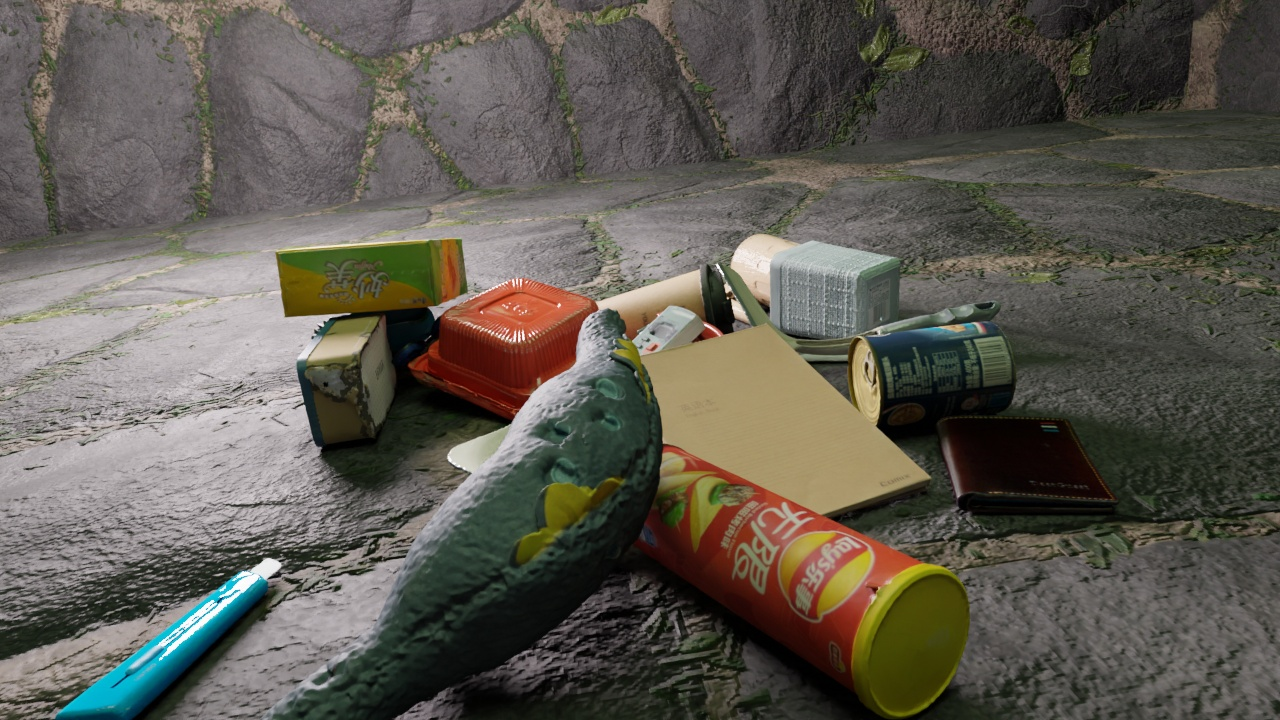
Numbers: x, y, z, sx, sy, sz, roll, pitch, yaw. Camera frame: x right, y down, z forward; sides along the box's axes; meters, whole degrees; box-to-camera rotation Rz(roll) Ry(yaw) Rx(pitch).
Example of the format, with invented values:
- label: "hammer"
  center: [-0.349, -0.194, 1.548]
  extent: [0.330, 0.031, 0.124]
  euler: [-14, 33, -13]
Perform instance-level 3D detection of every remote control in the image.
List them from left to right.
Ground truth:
- label: "remote control"
  center: [-0.005, 0.005, 0.807]
  extent: [0.135, 0.019, 0.056]
  euler: [-43, 26, -9]

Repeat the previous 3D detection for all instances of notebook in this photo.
- label: "notebook"
  center: [0.084, 0.044, 0.670]
  extent: [0.149, 0.012, 0.211]
  euler: [-13, 37, -21]

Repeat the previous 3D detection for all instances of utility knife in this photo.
- label: "utility knife"
  center: [-0.258, 0.156, 0.529]
  extent: [0.034, 0.018, 0.166]
  euler: [-2, 17, 14]

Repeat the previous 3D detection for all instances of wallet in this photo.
- label: "wallet"
  center: [0.260, 0.070, 0.631]
  extent: [0.096, 0.020, 0.122]
  euler: [-2, 20, 11]

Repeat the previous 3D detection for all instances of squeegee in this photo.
- label: "squeegee"
  center: [0.222, -0.026, 0.861]
  extent: [0.246, 0.039, 0.246]
  euler: [-8, 39, -11]

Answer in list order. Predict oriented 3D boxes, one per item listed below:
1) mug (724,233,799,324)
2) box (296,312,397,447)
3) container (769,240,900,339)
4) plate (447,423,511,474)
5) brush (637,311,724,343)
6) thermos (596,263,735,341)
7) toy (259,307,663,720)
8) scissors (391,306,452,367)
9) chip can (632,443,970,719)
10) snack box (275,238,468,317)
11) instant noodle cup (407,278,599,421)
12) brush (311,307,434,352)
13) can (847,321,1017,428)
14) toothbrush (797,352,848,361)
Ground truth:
- label: "mug"
  center: [0.152, -0.089, 1.080]
  extent: [0.124, 0.084, 0.103]
  euler: [-37, 28, -13]
- label: "box"
  center: [-0.273, 0.011, 0.871]
  extent: [0.059, 0.090, 0.184]
  euler: [-8, 15, -7]
- label: "container"
  center: [0.208, -0.071, 0.974]
  extent: [0.112, 0.090, 0.090]
  euler: [15, 28, 43]
- label: "plate"
  center: [-0.043, 0.073, 0.690]
  extent: [0.164, 0.034, 0.163]
  euler: [9, 24, 39]
- label: "brush"
  center: [0.052, -0.001, 0.844]
  extent: [0.069, 0.063, 0.146]
  euler: [-23, 22, -9]
- label: "thermos"
  center: [0.028, -0.046, 0.962]
  extent: [0.143, 0.093, 0.093]
  euler: [-10, 17, 11]
- label: "toy"
  center: [-0.062, 0.080, 0.497]
  extent: [0.138, 0.091, 0.355]
  euler: [-3, 37, 39]
- label: "scissors"
  center: [-0.218, -0.027, 0.972]
  extent: [0.147, 0.012, 0.169]
  euler: [-40, 5, 24]
- label: "chip can"
  center: [0.067, 0.105, 0.494]
  extent: [0.073, 0.073, 0.217]
  euler: [-16, 21, -29]
- label: "snack box"
  center: [-0.282, -0.094, 1.000]
  extent: [0.157, 0.070, 0.210]
  euler: [-5, 7, -2]
- label: "instant noodle cup"
  center: [-0.113, -0.017, 0.887]
  extent: [0.189, 0.079, 0.164]
  euler: [20, 36, 31]
- label: "brush"
  center: [-0.302, -0.032, 1.063]
  extent: [0.143, 0.055, 0.074]
  euler: [-18, 19, -37]
- label: "can"
  center: [0.230, 0.012, 0.727]
  extent: [0.111, 0.075, 0.075]
  euler: [-7, 18, -4]
- label: "toothbrush"
  center: [0.232, -0.009, 0.883]
  extent: [0.188, 0.017, 0.016]
  euler: [0, 22, 14]
